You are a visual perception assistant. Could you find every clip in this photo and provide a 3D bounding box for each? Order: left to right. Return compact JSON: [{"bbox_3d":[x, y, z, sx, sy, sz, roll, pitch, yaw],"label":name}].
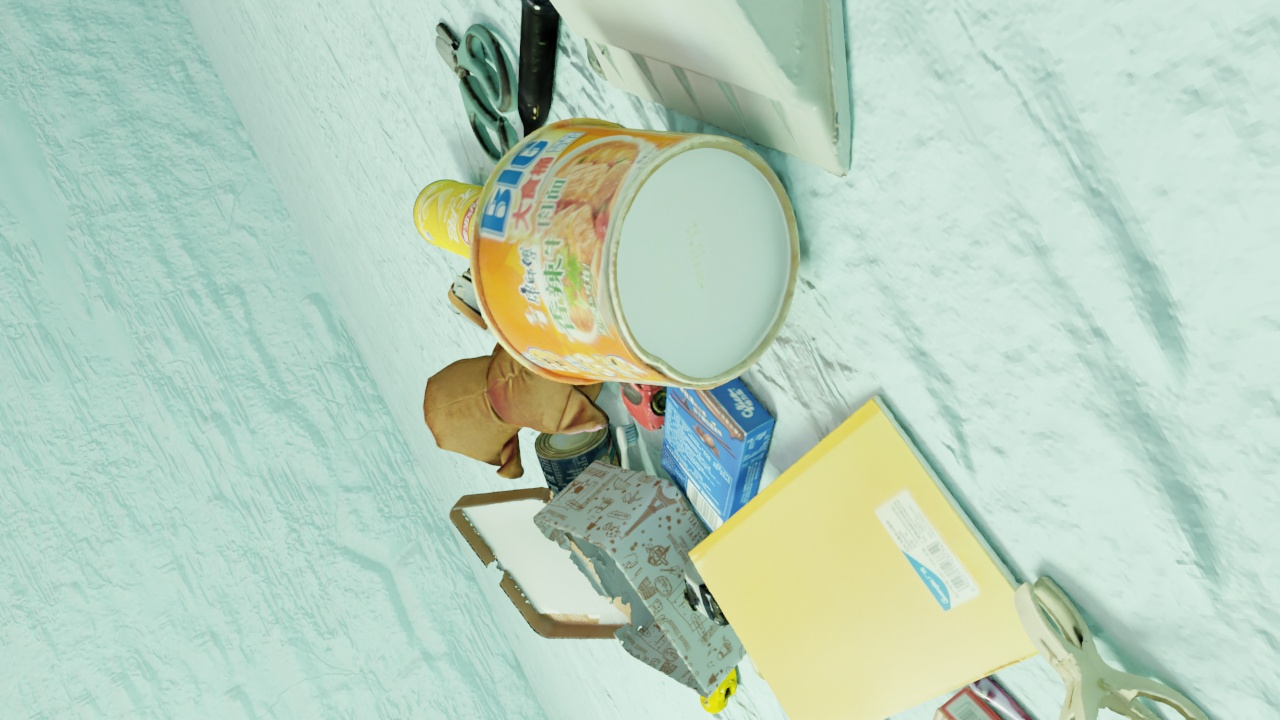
[{"bbox_3d":[0.188,0.148,0.386,0.101,0.096,0.035,39,151,25],"label":"clip"}]

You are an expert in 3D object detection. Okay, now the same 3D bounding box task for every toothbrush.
[{"bbox_3d":[-0.076,-0.186,0.660,0.213,0.026,0.027,111,163,-66],"label":"toothbrush"},{"bbox_3d":[-0.011,0.157,0.863,0.027,0.026,0.221,37,136,53],"label":"toothbrush"},{"bbox_3d":[0.181,0.176,0.499,0.187,0.017,0.016,42,151,41],"label":"toothbrush"}]

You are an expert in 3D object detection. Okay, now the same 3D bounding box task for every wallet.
[{"bbox_3d":[-0.139,-0.046,0.898,0.106,0.037,0.130,26,162,-9],"label":"wallet"}]

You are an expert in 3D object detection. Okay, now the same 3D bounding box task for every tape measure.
[{"bbox_3d":[0.066,0.161,0.683,0.066,0.065,0.033,14,125,61],"label":"tape measure"}]

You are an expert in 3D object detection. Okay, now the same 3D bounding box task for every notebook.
[{"bbox_3d":[0.114,0.131,0.520,0.146,0.010,0.207,57,140,17],"label":"notebook"}]

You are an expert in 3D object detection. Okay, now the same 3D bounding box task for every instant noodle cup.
[{"bbox_3d":[0.003,-0.053,0.478,0.111,0.151,0.151,14,129,54],"label":"instant noodle cup"}]

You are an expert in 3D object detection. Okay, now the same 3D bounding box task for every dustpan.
[{"bbox_3d":[0.011,-0.243,0.406,0.257,0.142,0.223,42,178,-42],"label":"dustpan"}]

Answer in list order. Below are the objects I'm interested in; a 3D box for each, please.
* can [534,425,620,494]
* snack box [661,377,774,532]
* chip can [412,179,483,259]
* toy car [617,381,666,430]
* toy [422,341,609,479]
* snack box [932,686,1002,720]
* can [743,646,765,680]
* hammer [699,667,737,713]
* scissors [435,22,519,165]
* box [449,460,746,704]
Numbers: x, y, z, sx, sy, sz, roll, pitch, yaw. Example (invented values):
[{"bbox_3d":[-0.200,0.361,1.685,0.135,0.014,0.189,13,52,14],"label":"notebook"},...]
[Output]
[{"bbox_3d":[-0.055,0.117,0.901,0.075,0.075,0.111,31,143,55],"label":"can"},{"bbox_3d":[0.050,0.060,0.653,0.084,0.026,0.157,51,157,29],"label":"snack box"},{"bbox_3d":[-0.145,-0.124,0.830,0.213,0.072,0.072,27,139,58],"label":"chip can"},{"bbox_3d":[-0.004,0.004,0.695,0.049,0.031,0.106,19,125,63],"label":"toy car"},{"bbox_3d":[-0.101,0.028,0.823,0.200,0.130,0.140,-29,73,44],"label":"toy"},{"bbox_3d":[0.201,0.262,0.544,0.075,0.025,0.153,46,153,39],"label":"snack box"},{"bbox_3d":[0.109,0.180,0.620,0.083,0.057,0.102,6,121,63],"label":"can"},{"bbox_3d":[0.002,0.222,0.955,0.300,0.032,0.129,50,155,31],"label":"hammer"},{"bbox_3d":[-0.135,-0.244,0.733,0.185,0.019,0.130,62,155,19],"label":"scissors"},{"bbox_3d":[-0.041,0.183,0.810,0.261,0.102,0.178,2,129,55],"label":"box"}]
